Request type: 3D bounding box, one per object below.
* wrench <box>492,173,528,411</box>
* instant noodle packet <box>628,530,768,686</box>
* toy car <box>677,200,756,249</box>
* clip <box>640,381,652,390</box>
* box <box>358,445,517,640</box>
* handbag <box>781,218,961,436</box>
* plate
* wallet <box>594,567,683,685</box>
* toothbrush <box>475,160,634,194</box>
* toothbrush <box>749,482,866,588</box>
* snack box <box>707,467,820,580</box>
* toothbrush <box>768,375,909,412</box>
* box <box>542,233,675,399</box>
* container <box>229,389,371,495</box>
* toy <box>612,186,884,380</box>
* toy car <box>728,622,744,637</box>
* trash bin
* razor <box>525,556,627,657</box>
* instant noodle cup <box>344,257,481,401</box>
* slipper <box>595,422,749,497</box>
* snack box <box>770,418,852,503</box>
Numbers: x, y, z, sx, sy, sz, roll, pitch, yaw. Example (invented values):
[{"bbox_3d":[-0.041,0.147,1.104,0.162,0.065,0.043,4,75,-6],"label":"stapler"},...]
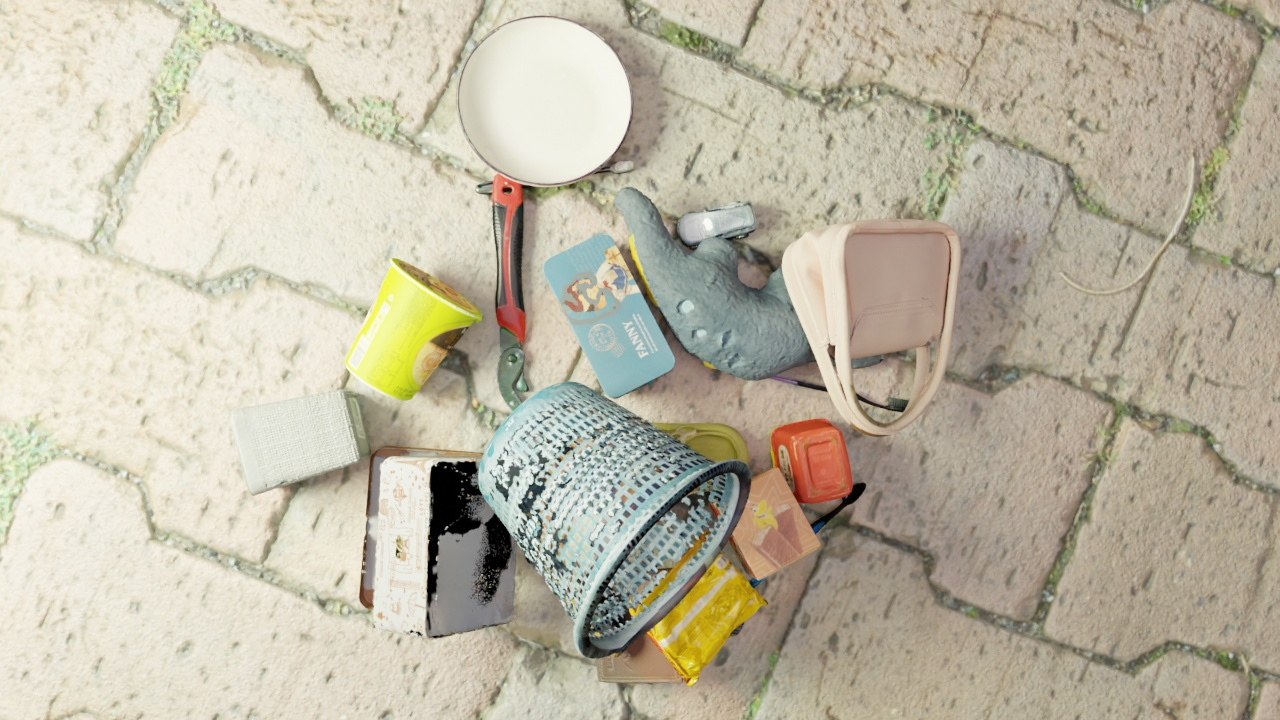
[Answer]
[{"bbox_3d":[-0.140,-0.071,1.015,0.056,0.016,0.273,-6,91,-5],"label":"wrench"},{"bbox_3d":[0.061,0.255,0.962,0.128,0.044,0.111,-41,95,-22],"label":"instant noodle packet"},{"bbox_3d":[0.087,-0.153,1.033,0.090,0.034,0.043,-13,93,-4],"label":"toy car"},{"bbox_3d":[-0.007,0.008,1.030,0.040,0.014,0.056,-36,92,-5],"label":"clip"},{"bbox_3d":[-0.227,0.182,0.968,0.178,0.152,0.182,-1,84,34],"label":"box"},{"bbox_3d":[0.259,-0.034,0.988,0.193,0.093,0.234,-8,93,-31],"label":"handbag"},{"bbox_3d":[-0.105,-0.281,1.011,0.192,0.039,0.192,1,84,-5],"label":"plate"},{"bbox_3d":[-0.005,0.290,1.003,0.101,0.032,0.124,-7,86,16],"label":"wallet"},{"bbox_3d":[-0.095,-0.205,1.027,0.181,0.018,0.015,-10,97,-4],"label":"toothbrush"},{"bbox_3d":[0.185,0.202,1.045,0.189,0.016,0.014,-42,102,-2],"label":"toothbrush"},{"bbox_3d":[0.131,0.176,0.993,0.077,0.093,0.094,-28,82,-5],"label":"snack box"},{"bbox_3d":[0.224,0.034,1.050,0.189,0.014,0.016,13,80,-4],"label":"toothbrush"},{"bbox_3d":[-0.032,-0.041,0.996,0.090,0.061,0.184,-29,83,-3],"label":"box"},{"bbox_3d":[-0.351,0.081,0.961,0.114,0.090,0.090,-14,90,-8],"label":"container"},{"bbox_3d":[0.108,-0.054,1.005,0.356,0.091,0.137,28,73,-10],"label":"toy"},{"bbox_3d":[0.065,0.273,1.020,0.105,0.031,0.049,12,89,10],"label":"toy car"},{"bbox_3d":[-0.039,0.131,0.876,0.195,0.226,0.226,38,85,27],"label":"trash bin"},{"bbox_3d":[-0.067,0.245,0.988,0.167,0.062,0.068,53,127,8],"label":"razor"},{"bbox_3d":[-0.246,-0.027,0.969,0.111,0.111,0.123,33,95,-4],"label":"instant noodle cup"},{"bbox_3d":[0.029,0.109,0.999,0.190,0.082,0.091,-5,87,-8],"label":"slipper"},{"bbox_3d":[0.193,0.113,1.012,0.082,0.080,0.091,-11,89,-6],"label":"snack box"}]
